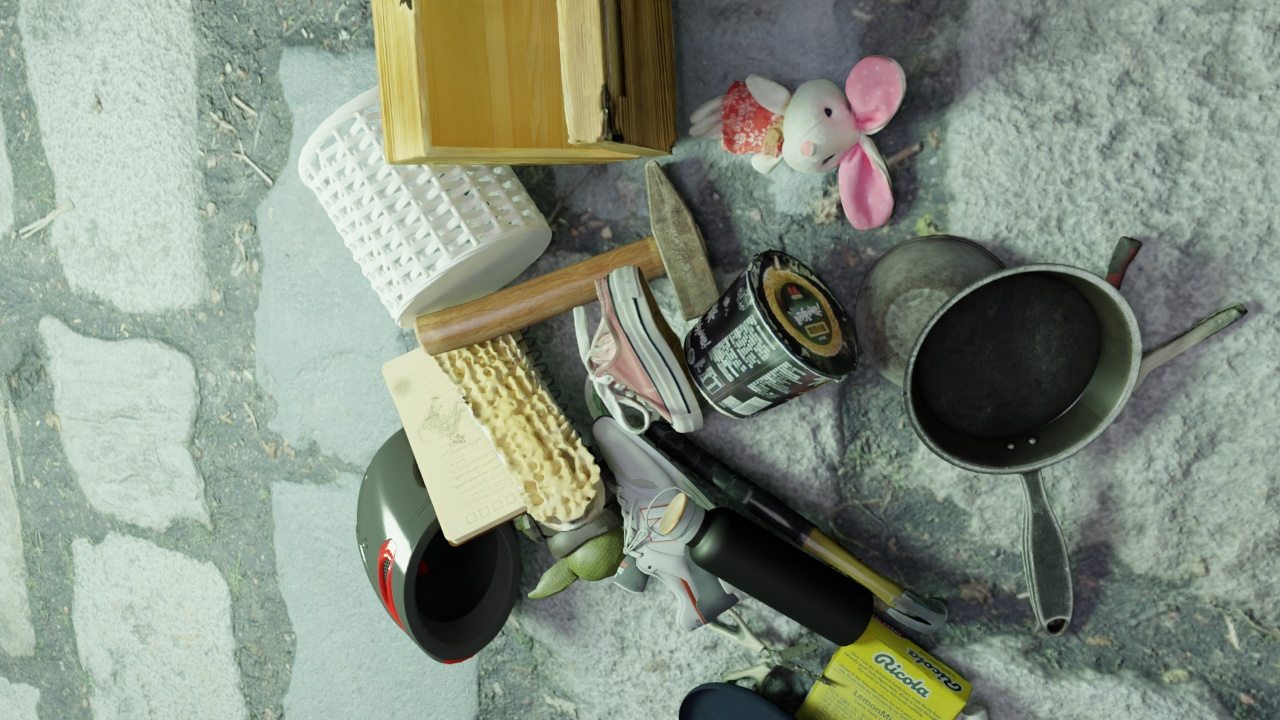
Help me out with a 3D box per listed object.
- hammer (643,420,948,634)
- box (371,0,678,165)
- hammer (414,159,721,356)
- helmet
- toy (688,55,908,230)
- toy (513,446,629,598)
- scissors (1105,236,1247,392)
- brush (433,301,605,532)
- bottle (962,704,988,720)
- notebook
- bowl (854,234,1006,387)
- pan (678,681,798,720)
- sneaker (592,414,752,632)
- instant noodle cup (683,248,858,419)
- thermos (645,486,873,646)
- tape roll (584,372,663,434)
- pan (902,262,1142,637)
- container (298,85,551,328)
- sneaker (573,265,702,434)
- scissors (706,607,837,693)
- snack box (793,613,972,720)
[{"bbox_3d":[0.140,0.154,0.882,0.333,0.117,0.025,33,95,23],"label":"hammer"},{"bbox_3d":[-0.053,-0.311,0.775,0.264,0.268,0.279,6,102,51],"label":"box"},{"bbox_3d":[-0.083,-0.075,0.908,0.301,0.037,0.158,-20,92,3],"label":"hammer"},{"bbox_3d":[-0.235,0.190,1.036,0.170,0.163,0.265,21,113,51],"label":"helmet"},{"bbox_3d":[0.139,-0.206,0.813,0.194,0.084,0.159,18,136,22],"label":"toy"},{"bbox_3d":[-0.066,0.164,0.992,0.179,0.078,0.152,-30,88,4],"label":"toy"},{"bbox_3d":[0.399,-0.010,0.762,0.180,0.015,0.195,-5,99,27],"label":"scissors"},{"bbox_3d":[-0.125,0.054,0.923,0.083,0.057,0.271,-32,65,-6],"label":"brush"},{"bbox_3d":[0.335,0.420,0.862,0.053,0.052,0.195,-13,95,28],"label":"bottle"},{"bbox_3d":[-0.164,0.060,0.970,0.167,0.024,0.225,-25,65,-6],"label":"notebook"},{"bbox_3d":[0.252,-0.034,0.800,0.145,0.067,0.145,6,103,25],"label":"bowl"},{"bbox_3d":[0.187,0.445,0.913,0.357,0.021,0.199,26,131,29],"label":"pan"},{"bbox_3d":[0.014,0.172,0.915,0.240,0.089,0.124,42,80,4],"label":"sneaker"},{"bbox_3d":[0.111,-0.016,0.842,0.113,0.137,0.137,-39,82,36],"label":"instant noodle cup"},{"bbox_3d":[0.108,0.188,0.858,0.231,0.061,0.061,31,115,-11],"label":"thermos"},{"bbox_3d":[-0.015,0.036,0.976,0.094,0.018,0.094,5,102,26],"label":"tape roll"},{"bbox_3d":[0.327,0.083,0.772,0.187,0.055,0.357,-14,115,6],"label":"pan"},{"bbox_3d":[-0.216,-0.159,0.939,0.190,0.188,0.187,-35,85,28],"label":"container"},{"bbox_3d":[-0.005,0.005,0.851,0.088,0.241,0.118,-19,55,8],"label":"sneaker"},{"bbox_3d":[0.123,0.304,0.945,0.168,0.012,0.158,41,131,27],"label":"scissors"},{"bbox_3d":[0.226,0.351,0.907,0.121,0.045,0.181,34,115,19],"label":"snack box"}]
